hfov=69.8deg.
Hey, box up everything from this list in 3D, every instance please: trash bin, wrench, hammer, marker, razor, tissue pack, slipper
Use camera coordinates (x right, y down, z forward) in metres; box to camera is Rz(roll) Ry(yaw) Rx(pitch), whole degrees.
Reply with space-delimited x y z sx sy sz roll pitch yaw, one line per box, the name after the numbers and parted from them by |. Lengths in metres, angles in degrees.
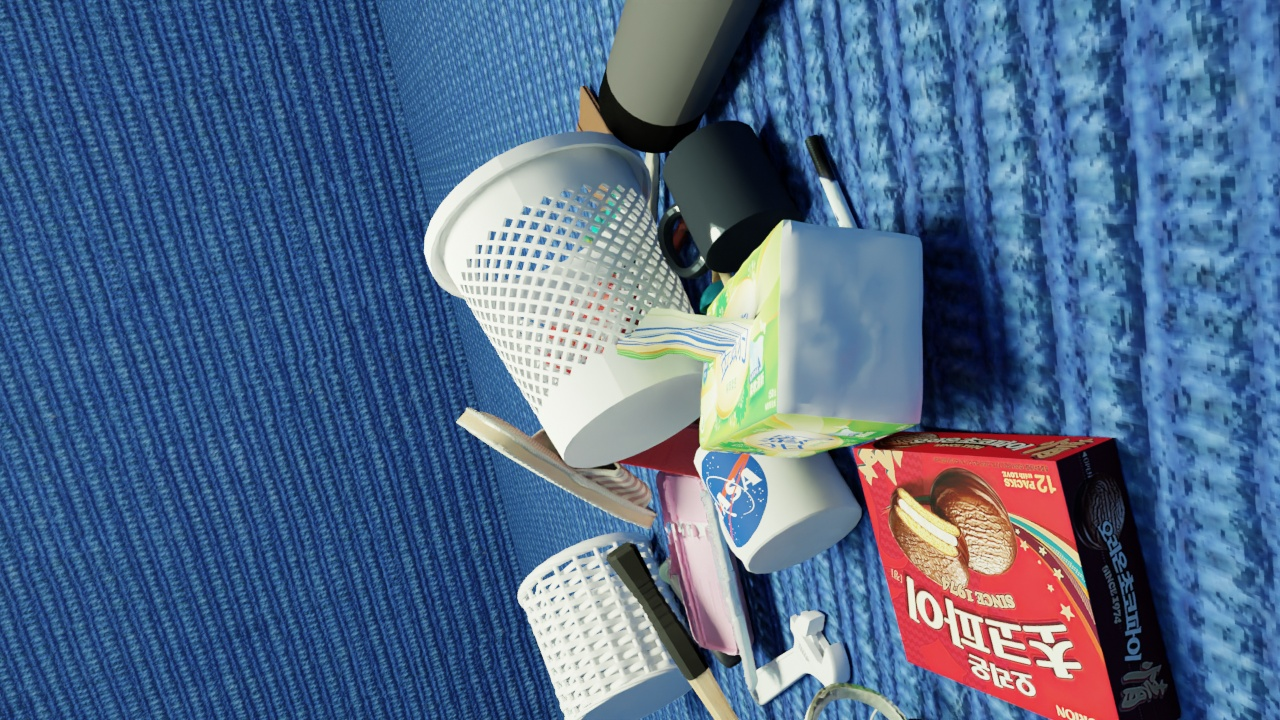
-0.040 -0.036 0.718 0.199 0.195 0.196 62 160 22 | trash bin
0.137 0.288 0.855 0.274 0.018 0.066 104 146 -61 | wrench
0.066 0.332 0.940 0.328 0.039 0.131 58 166 0 | hammer
0.131 -0.070 0.557 0.011 0.011 0.152 125 128 -69 | marker
0.070 0.277 1.021 0.143 0.047 0.052 56 180 40 | razor
0.059 -0.005 0.537 0.198 0.141 0.120 116 158 -71 | tissue pack
-0.067 0.099 0.893 0.115 0.052 0.263 22 170 43 | slipper

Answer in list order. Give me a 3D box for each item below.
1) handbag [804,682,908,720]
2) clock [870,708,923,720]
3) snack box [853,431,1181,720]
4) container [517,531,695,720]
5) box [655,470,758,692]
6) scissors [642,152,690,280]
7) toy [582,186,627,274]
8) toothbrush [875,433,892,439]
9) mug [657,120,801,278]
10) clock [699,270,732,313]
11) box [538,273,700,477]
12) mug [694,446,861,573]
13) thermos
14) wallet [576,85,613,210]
0.157 0.277 0.557 0.176 0.151 0.074 -120 24 -50 | handbag
0.194 0.298 0.633 0.091 0.042 0.120 93 155 -47 | clock
0.185 0.107 0.478 0.152 0.035 0.132 -8 98 69 | snack box
-0.037 0.348 1.171 0.190 0.189 0.186 98 150 -54 | container
0.077 0.208 0.912 0.154 0.066 0.201 9 114 66 | box
0.017 -0.108 0.851 0.185 0.015 0.179 16 121 62 | scissors
-0.036 -0.098 0.979 0.130 0.072 0.194 64 151 32 | toy
0.142 0.035 0.606 0.181 0.018 0.016 -127 30 -49 | toothbrush
0.052 -0.103 0.643 0.105 0.071 0.077 -42 61 36 | mug
0.077 -0.014 0.706 0.099 0.044 0.130 -105 -2 -64 | clock
-0.004 0.023 0.902 0.170 0.156 0.157 34 179 -29 | box
0.093 0.103 0.679 0.090 0.091 0.122 64 144 31 | mug
0.032 -0.232 0.602 0.241 0.082 0.082 126 126 -69 | thermos
-0.049 -0.222 0.990 0.121 0.013 0.087 99 148 -55 | wallet
